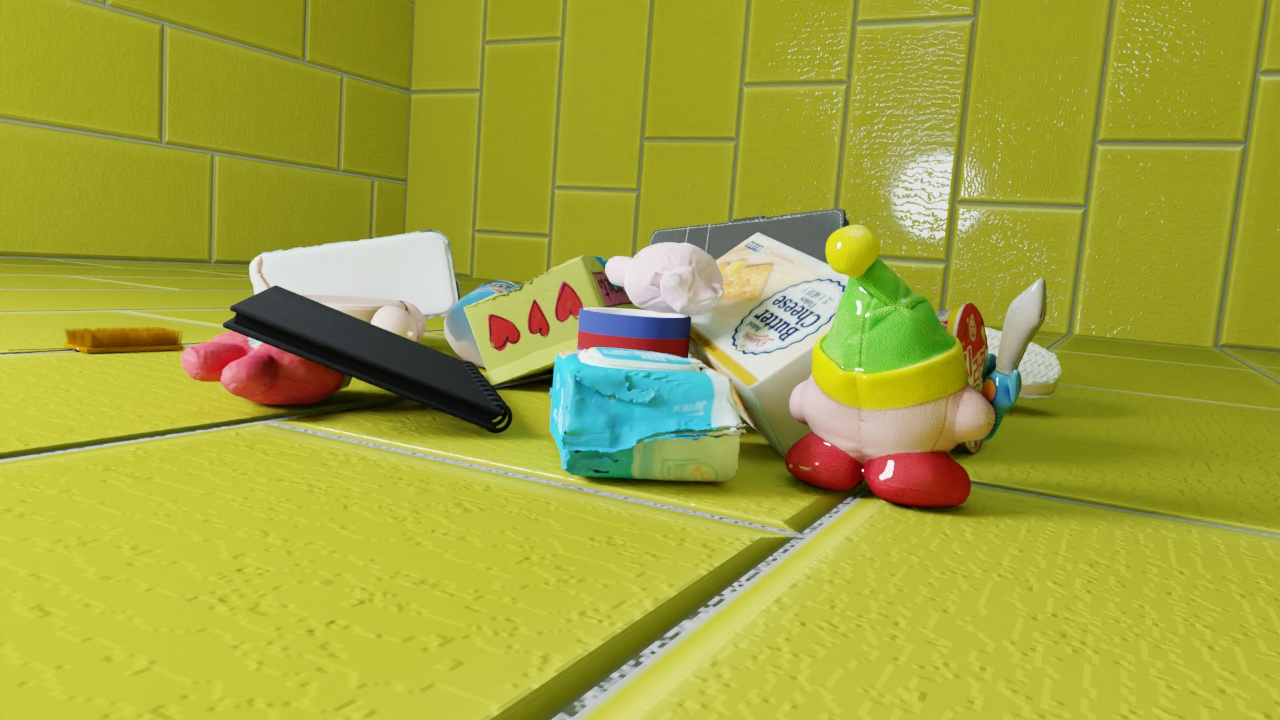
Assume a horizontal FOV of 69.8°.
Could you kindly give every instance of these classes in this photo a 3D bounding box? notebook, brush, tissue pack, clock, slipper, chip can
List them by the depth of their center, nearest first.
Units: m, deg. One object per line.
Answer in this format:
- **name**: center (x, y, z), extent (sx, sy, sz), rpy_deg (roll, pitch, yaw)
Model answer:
- **tissue pack**: center (-0.001, 0.026, 0.503), extent (0.093, 0.062, 0.144), rpy_deg (4, 7, -9)
- **notebook**: center (-0.181, -0.007, 0.627), extent (0.169, 0.019, 0.231), rpy_deg (23, 0, -18)
- **brush**: center (-0.464, -0.018, 0.786), extent (0.048, 0.017, 0.126), rpy_deg (9, 8, 35)
- **slipper**: center (0.253, -0.007, 0.878), extent (0.273, 0.054, 0.114), rpy_deg (15, 34, 24)
- **clock**: center (-0.293, -0.045, 0.891), extent (0.160, 0.086, 0.131), rpy_deg (10, 6, -8)
- **notebook**: center (0.098, -0.072, 0.911), extent (0.209, 0.169, 0.029), rpy_deg (-2, -28, 24)
- **chip can**: center (-0.154, -0.040, 0.938), extent (0.080, 0.080, 0.229), rpy_deg (4, 7, -5)

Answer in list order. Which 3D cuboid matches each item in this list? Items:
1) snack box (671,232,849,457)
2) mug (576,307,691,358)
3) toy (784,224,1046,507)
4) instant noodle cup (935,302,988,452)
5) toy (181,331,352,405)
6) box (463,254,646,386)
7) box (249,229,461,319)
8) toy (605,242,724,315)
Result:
- **snack box**: center (0.089, -0.020, 0.630), extent (0.104, 0.057, 0.208), rpy_deg (-34, 23, -3)
- **mug**: center (-0.004, 0.004, 0.634), extent (0.075, 0.076, 0.112), rpy_deg (5, 6, 7)
- **toy**: center (0.125, 0.005, 0.453), extent (0.124, 0.131, 0.096), rpy_deg (10, 4, 40)
- **instant noodle cup**: center (0.177, 0.013, 0.642), extent (0.113, 0.100, 0.100), rpy_deg (-3, 1, 34)
- **toy**: center (-0.241, 0.005, 0.597), extent (0.091, 0.045, 0.135), rpy_deg (10, 2, 2)
- **box**: center (-0.047, -0.037, 0.814), extent (0.125, 0.079, 0.220), rpy_deg (-21, 0, 19)
- **box**: center (-0.299, -0.078, 0.972), extent (0.213, 0.118, 0.063), rpy_deg (-6, 17, -3)
- **toy**: center (0.017, -0.054, 0.600), extent (0.063, 0.047, 0.110), rpy_deg (11, 1, -19)
